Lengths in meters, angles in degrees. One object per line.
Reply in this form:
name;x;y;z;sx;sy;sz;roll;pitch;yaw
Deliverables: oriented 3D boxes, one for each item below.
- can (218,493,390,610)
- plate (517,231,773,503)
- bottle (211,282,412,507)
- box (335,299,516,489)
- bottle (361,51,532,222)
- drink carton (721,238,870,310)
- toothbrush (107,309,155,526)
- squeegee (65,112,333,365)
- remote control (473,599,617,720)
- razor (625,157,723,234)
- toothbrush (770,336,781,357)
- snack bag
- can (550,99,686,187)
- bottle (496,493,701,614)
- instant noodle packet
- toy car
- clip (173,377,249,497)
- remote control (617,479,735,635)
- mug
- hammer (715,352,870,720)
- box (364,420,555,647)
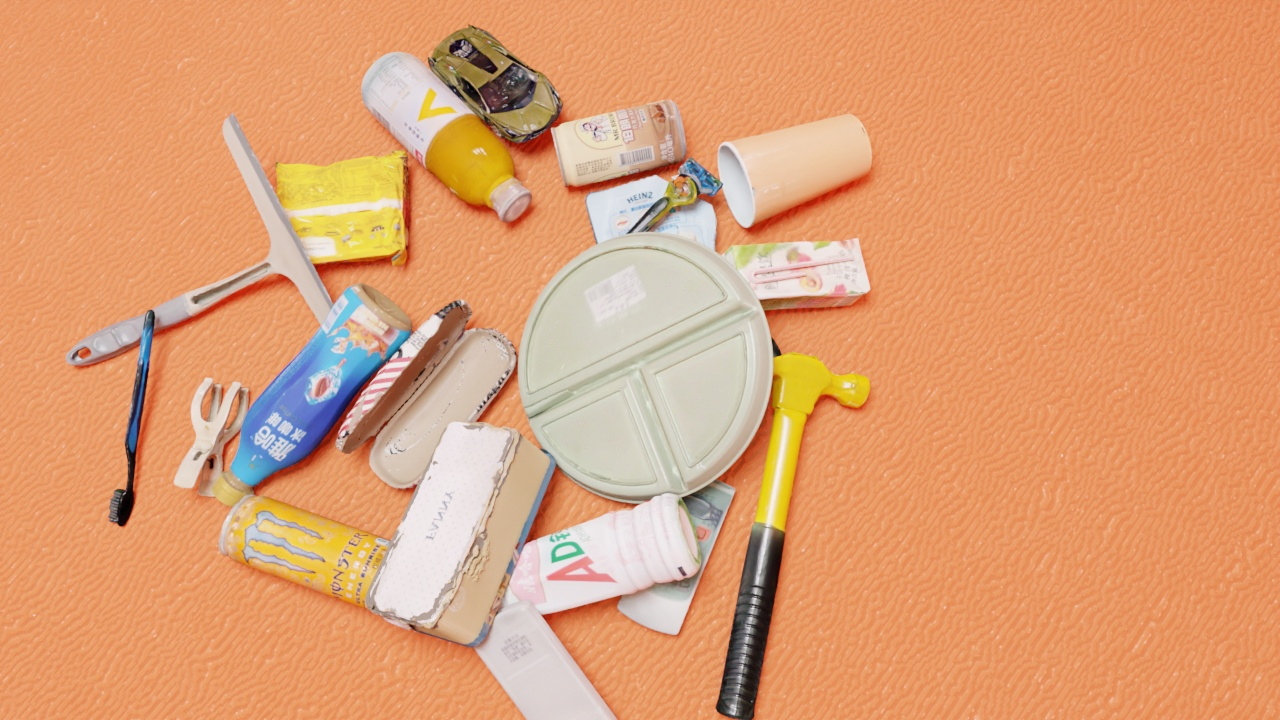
can;-0.266;0.159;0.757;0.146;0.058;0.058;18;77;6
plate;-0.005;0.004;0.762;0.230;0.027;0.230;-2;85;22
bottle;-0.283;0.035;0.776;0.065;0.065;0.219;41;95;11
box;-0.177;0.031;0.780;0.086;0.076;0.162;36;78;1
bottle;-0.175;-0.202;0.840;0.068;0.068;0.189;-43;79;-9
drink carton;0.133;-0.074;0.795;0.122;0.046;0.053;-5;75;-18
toothbrush;-0.440;0.049;0.795;0.016;0.014;0.189;7;89;16
squeegee;-0.399;-0.051;0.819;0.247;0.039;0.246;-24;101;6
remote control;-0.070;0.259;0.720;0.058;0.021;0.150;-33;94;12
razor;0.007;-0.122;0.805;0.142;0.022;0.042;-44;68;-4
toothbrush;0.076;-0.071;0.831;0.014;0.018;0.189;-29;74;-7
snack bag;0.025;-0.078;0.819;0.110;0.039;0.191;-18;74;10
can;-0.020;-0.198;0.840;0.116;0.058;0.058;-13;76;-2
bottle;-0.053;0.166;0.736;0.197;0.068;0.068;-19;76;10
instant noodle packet;-0.275;-0.134;0.839;0.128;0.044;0.110;-4;78;3
toy car;-0.135;-0.260;0.855;0.070;0.042;0.158;-44;63;-9
clip;-0.370;0.066;0.794;0.035;0.072;0.100;6;70;2
remote control;0.030;0.158;0.769;0.056;0.019;0.135;23;78;7
mug;0.140;-0.176;0.825;0.122;0.078;0.078;-20;76;-9
hammer;0.105;0.138;0.756;0.128;0.033;0.300;14;79;-11
box;-0.139;0.128;0.732;0.090;0.062;0.183;5;59;36
